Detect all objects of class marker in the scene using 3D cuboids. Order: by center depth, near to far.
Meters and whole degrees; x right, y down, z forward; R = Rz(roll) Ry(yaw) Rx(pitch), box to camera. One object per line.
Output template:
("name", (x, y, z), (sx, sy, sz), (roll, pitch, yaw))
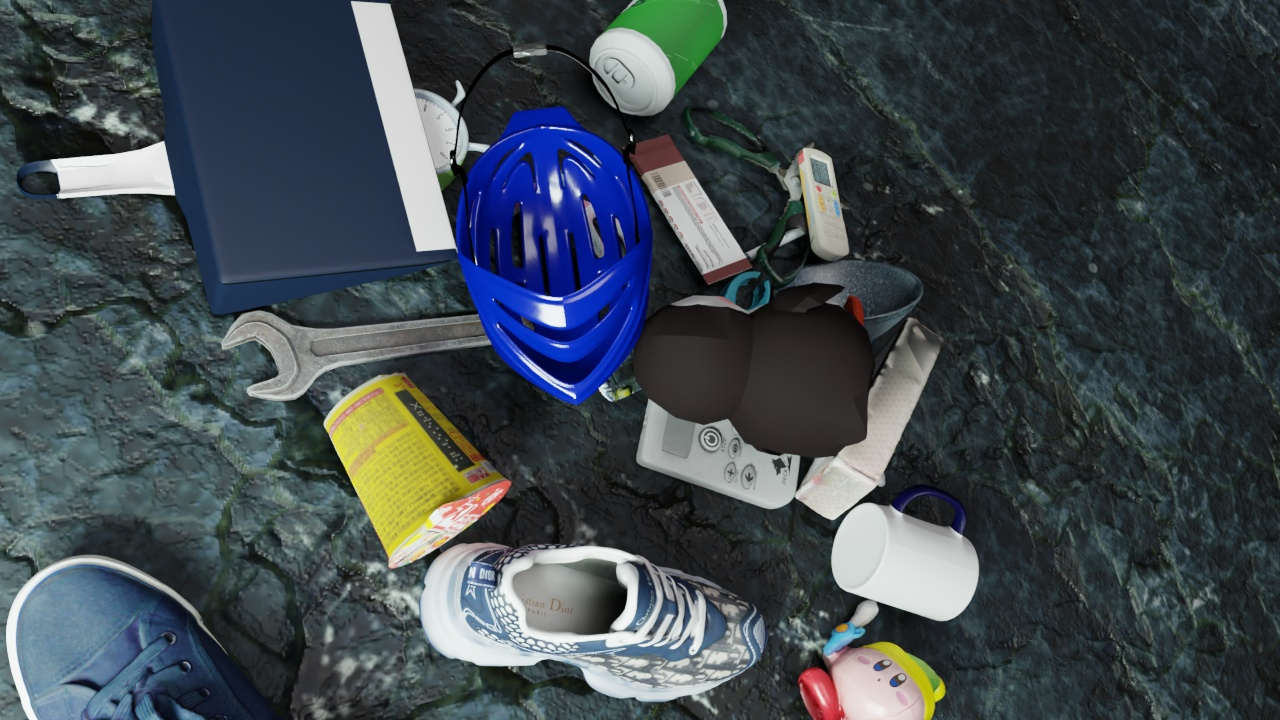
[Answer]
("marker", (0.135, -0.116, 0.905), (0.151, 0.011, 0.011), (-29, 85, -30))

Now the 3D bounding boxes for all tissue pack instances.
("tissue pack", (0.215, 0.058, 0.831), (0.071, 0.104, 0.180), (30, 58, 5))

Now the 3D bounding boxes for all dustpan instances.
("dustpan", (-0.303, -0.155, 0.681), (0.272, 0.080, 0.236), (-10, 78, -32))

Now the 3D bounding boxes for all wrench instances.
("wrench", (-0.178, -0.018, 0.720), (0.272, 0.010, 0.070), (-9, 75, -28))

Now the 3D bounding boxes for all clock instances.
("clock", (-0.191, -0.177, 0.754), (0.119, 0.043, 0.094), (-20, 80, -30))

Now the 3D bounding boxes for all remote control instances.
("remote control", (0.072, 0.076, 0.798), (0.151, 0.019, 0.074), (21, 64, -17))
("remote control", (0.182, -0.157, 0.913), (0.038, 0.018, 0.125), (11, 61, -29))

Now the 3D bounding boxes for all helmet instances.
("helmet", (-0.065, -0.105, 0.671), (0.148, 0.228, 0.241), (-7, 66, -4))

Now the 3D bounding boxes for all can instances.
("can", (0.018, -0.304, 0.874), (0.088, 0.088, 0.139), (39, 60, -8))

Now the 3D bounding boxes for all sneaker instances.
("sneaker", (-0.248, 0.223, 0.532), (0.294, 0.127, 0.120), (46, 60, -1))
("sneaker", (-0.012, 0.180, 0.654), (0.269, 0.133, 0.103), (16, 63, -21))

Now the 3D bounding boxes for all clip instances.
("clip", (0.075, -0.044, 0.843), (0.097, 0.026, 0.116), (44, 59, -8))

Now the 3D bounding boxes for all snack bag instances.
("snack bag", (0.044, -0.144, 0.864), (0.056, 0.013, 0.158), (-24, 76, -28))

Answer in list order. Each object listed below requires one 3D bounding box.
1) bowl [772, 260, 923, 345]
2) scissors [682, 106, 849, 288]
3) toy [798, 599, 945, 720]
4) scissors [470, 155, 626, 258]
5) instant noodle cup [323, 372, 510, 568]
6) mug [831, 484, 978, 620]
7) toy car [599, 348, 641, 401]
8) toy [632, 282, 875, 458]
("bowl", (0.195, -0.044, 0.868), (0.136, 0.137, 0.057), (-25, 123, -31))
("scissors", (0.117, -0.176, 0.907), (0.205, 0.015, 0.201), (32, 53, -8))
("toy", (0.200, 0.273, 0.767), (0.131, 0.097, 0.124), (-26, 44, -23))
("scissors", (-0.070, -0.138, 0.815), (0.170, 0.013, 0.177), (-39, 89, -33))
("instant noodle cup", (-0.165, 0.073, 0.652), (0.100, 0.101, 0.112), (-32, 76, -31))
("mug", (0.237, 0.161, 0.798), (0.097, 0.078, 0.112), (21, 102, -17))
("toy car", (-0.005, 0.005, 0.782), (0.089, 0.027, 0.038), (-26, 93, -40))
("toy", (0.086, 0.011, 0.737), (0.184, 0.159, 0.140), (9, 29, -8))
